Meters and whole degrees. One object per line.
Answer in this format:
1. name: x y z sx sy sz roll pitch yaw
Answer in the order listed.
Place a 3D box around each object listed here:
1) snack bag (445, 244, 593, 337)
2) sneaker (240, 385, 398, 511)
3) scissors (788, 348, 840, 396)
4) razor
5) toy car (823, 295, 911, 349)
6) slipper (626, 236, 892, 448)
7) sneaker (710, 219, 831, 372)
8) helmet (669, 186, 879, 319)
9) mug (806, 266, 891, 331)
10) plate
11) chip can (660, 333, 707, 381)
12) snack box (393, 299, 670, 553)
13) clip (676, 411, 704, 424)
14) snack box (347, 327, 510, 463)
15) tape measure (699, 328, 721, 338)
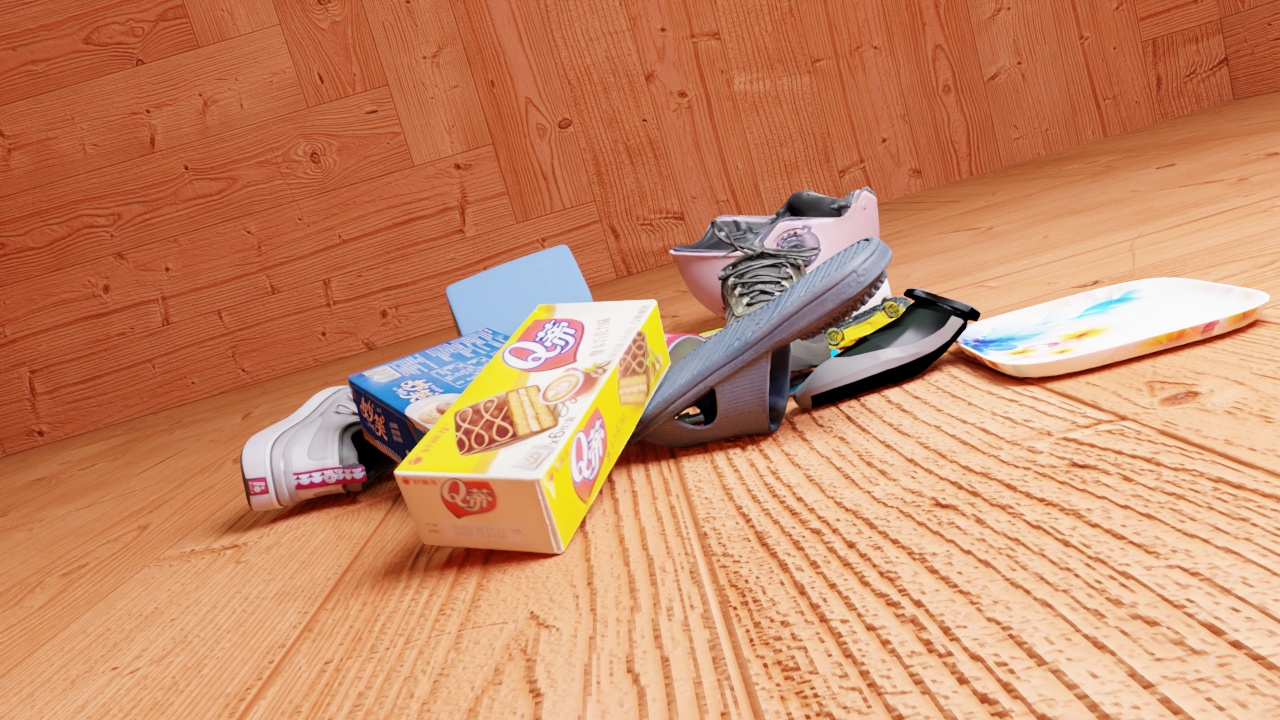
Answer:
1. snack bag: -0.135 -0.029 1.115 0.159 0.102 0.205 -21 -26 -9
2. sneaker: -0.290 0.083 0.956 0.129 0.097 0.262 -2 11 11
3. scissors: 0.169 0.007 0.828 0.114 0.013 0.140 -16 11 10
4. razor: 0.192 -0.004 0.731 0.156 0.060 0.057 -37 2 -3
5. toy car: 0.223 -0.035 0.922 0.107 0.030 0.049 -25 7 19
6. slipper: 0.092 0.011 0.689 0.264 0.082 0.101 -37 6 33
7. sneaker: 0.121 -0.067 0.850 0.101 0.143 0.237 -9 11 9
8. helmet: 0.168 -0.118 1.124 0.255 0.152 0.230 -19 16 -19
9. mug: 0.209 -0.061 1.004 0.087 0.081 0.114 -24 -21 -11
10. plate: 0.344 -0.025 0.694 0.187 0.016 0.186 -15 9 5
11. chip can: -0.006 0.006 0.952 0.073 0.073 0.233 -21 11 -27
12. snack box: -0.067 0.037 0.661 0.110 0.062 0.229 -1 31 23
13. clip: 0.063 0.029 0.782 0.078 0.049 0.023 -20 10 17
14. snack box: -0.147 0.043 0.827 0.154 0.069 0.203 -22 26 -34
15. tape measure: 0.072 -0.011 1.019 0.065 0.037 0.064 -18 8 -7
